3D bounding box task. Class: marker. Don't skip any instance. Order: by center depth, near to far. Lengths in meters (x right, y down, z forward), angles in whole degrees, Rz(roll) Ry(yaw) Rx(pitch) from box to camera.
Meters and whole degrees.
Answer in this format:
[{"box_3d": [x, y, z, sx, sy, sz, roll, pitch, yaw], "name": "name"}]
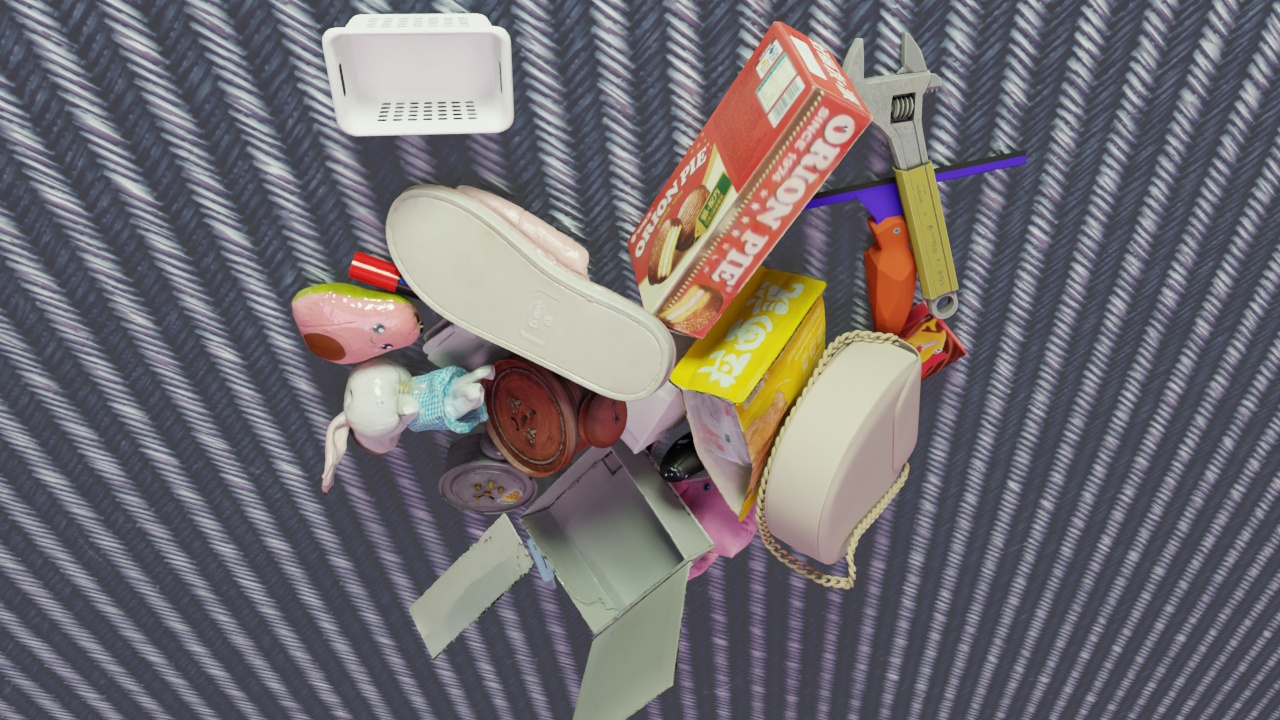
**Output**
[{"box_3d": [-0.183, -0.062, 0.813, 0.145, 0.021, 0.023, 18, 106, -9], "name": "marker"}]

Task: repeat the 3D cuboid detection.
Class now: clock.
[{"box_3d": [-0.078, 0.038, 0.865, 0.072, 0.120, 0.158, -26, 177, -46], "name": "clock"}, {"box_3d": [-0.158, 0.114, 0.973, 0.104, 0.056, 0.148, 9, 138, -16], "name": "clock"}]

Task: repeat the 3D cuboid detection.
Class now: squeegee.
[{"box_3d": [0.236, -0.086, 0.867, 0.249, 0.055, 0.185, -12, 133, 0], "name": "squeegee"}]

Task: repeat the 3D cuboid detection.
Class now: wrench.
[{"box_3d": [0.234, -0.150, 0.791, 0.083, 0.018, 0.273, -24, 119, -3], "name": "wrench"}]

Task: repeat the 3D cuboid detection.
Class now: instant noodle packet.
[{"box_3d": [0.120, 0.041, 0.896, 0.084, 0.162, 0.222, 20, 147, 30], "name": "instant noodle packet"}]

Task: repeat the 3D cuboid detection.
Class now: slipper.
[{"box_3d": [-0.091, -0.059, 0.772, 0.274, 0.054, 0.114, 32, 117, 4], "name": "slipper"}]

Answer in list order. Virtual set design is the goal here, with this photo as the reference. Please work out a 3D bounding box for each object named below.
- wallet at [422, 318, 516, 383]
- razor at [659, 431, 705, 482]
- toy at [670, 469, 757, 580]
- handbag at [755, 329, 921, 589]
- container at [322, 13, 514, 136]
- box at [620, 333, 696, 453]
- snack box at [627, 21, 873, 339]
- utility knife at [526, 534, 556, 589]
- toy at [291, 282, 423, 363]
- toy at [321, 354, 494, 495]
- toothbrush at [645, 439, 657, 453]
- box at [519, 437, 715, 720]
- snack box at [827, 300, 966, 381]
[{"box_3d": [-0.142, -0.023, 0.872, 0.116, 0.032, 0.086, -37, 130, 23], "name": "wallet"}, {"box_3d": [0.064, 0.076, 0.935, 0.053, 0.140, 0.064, -8, 107, 37], "name": "razor"}, {"box_3d": [0.046, 0.201, 1.055, 0.266, 0.127, 0.186, -33, 134, 27], "name": "toy"}, {"box_3d": [0.209, 0.095, 0.902, 0.208, 0.103, 0.211, -51, 148, -22], "name": "handbag"}, {"box_3d": [-0.160, -0.214, 0.675, 0.129, 0.049, 0.081, -3, 133, -8], "name": "container"}, {"box_3d": [-0.013, 0.006, 0.905, 0.123, 0.137, 0.109, -26, 153, -49], "name": "box"}, {"box_3d": [0.077, -0.140, 0.746, 0.060, 0.113, 0.237, 18, 127, -27], "name": "snack box"}, {"box_3d": [-0.122, 0.250, 1.145, 0.022, 0.015, 0.129, -34, 140, -23], "name": "utility knife"}, {"box_3d": [-0.252, -0.036, 0.824, 0.110, 0.051, 0.090, -8, 135, -4], "name": "toy"}, {"box_3d": [-0.224, 0.038, 0.860, 0.206, 0.130, 0.105, -22, 102, 28], "name": "toy"}, {"box_3d": [-0.014, 0.126, 1.044, 0.021, 0.017, 0.135, 39, 126, 10], "name": "toothbrush"}, {"box_3d": [-0.021, 0.253, 0.920, 0.150, 0.368, 0.167, 28, 122, -28], "name": "box"}, {"box_3d": [0.268, 0.000, 0.977, 0.133, 0.021, 0.089, -35, 130, 22], "name": "snack box"}]
